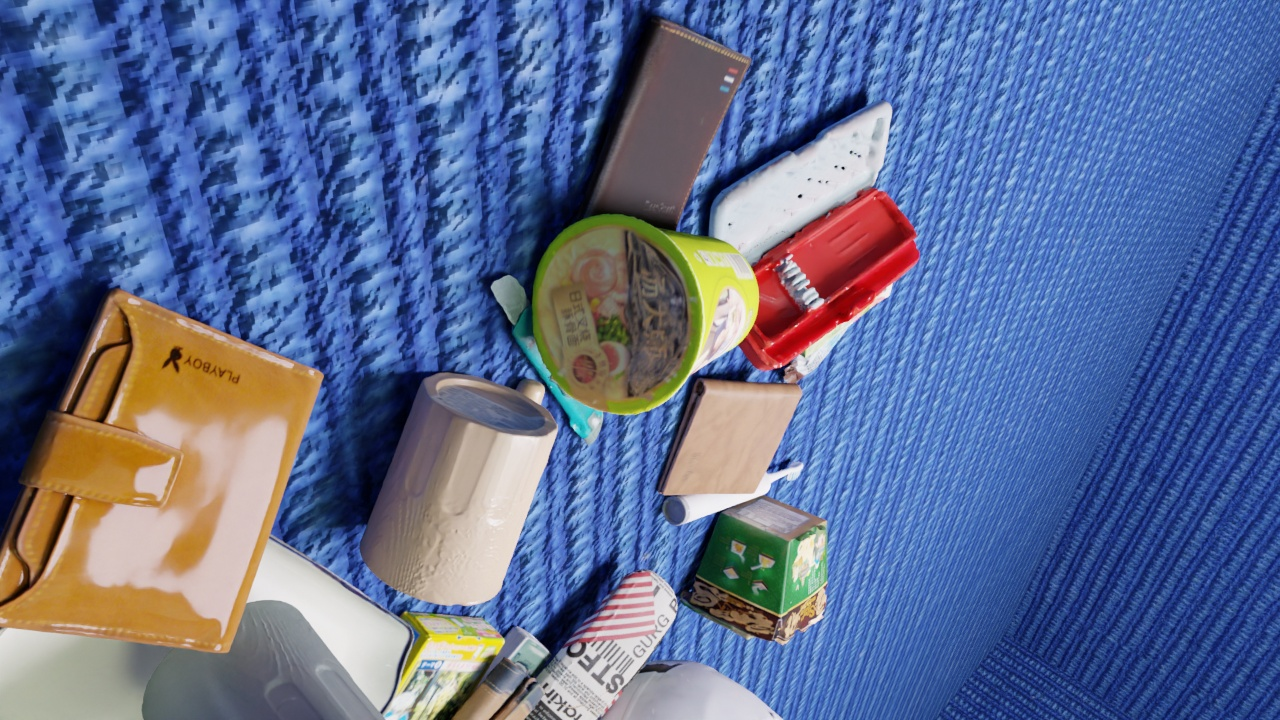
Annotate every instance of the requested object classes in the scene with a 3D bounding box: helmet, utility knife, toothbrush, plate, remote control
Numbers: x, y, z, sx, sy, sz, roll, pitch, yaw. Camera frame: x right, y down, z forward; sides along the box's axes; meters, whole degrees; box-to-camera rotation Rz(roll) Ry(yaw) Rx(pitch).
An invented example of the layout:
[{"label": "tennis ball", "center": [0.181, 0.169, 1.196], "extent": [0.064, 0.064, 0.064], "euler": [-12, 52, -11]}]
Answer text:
[{"label": "helmet", "center": [-0.005, 0.364, 0.813], "extent": [0.257, 0.146, 0.230], "euler": [-34, 166, -43]}, {"label": "utility knife", "center": [-0.054, 0.004, 0.581], "extent": [0.029, 0.013, 0.185], "euler": [-55, 148, -18]}, {"label": "toothbrush", "center": [0.098, 0.120, 0.871], "extent": [0.220, 0.027, 0.026], "euler": [-8, 118, -51]}, {"label": "plate", "center": [-0.224, 0.166, 0.476], "extent": [0.161, 0.034, 0.266], "euler": [-48, 147, -14]}, {"label": "remote control", "center": [-0.126, 0.268, 0.708], "extent": [0.135, 0.019, 0.056], "euler": [-48, 147, -15]}]

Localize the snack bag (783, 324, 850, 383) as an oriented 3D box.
[{"label": "snack bag", "center": [0.165, -0.020, 0.838], "extent": [0.105, 0.026, 0.045], "euler": [-53, 156, -4]}]

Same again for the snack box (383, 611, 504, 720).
[{"label": "snack box", "center": [-0.161, 0.239, 0.626], "extent": [0.140, 0.034, 0.087], "euler": [-56, 148, 2]}]

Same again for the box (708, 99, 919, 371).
[{"label": "box", "center": [0.132, -0.097, 0.702], "extent": [0.200, 0.069, 0.158], "euler": [-34, 117, -30]}]

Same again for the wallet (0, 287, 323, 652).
[{"label": "wallet", "center": [-0.200, 0.047, 0.375], "extent": [0.119, 0.035, 0.130], "euler": [34, 67, -54]}]

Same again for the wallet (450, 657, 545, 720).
[{"label": "wallet", "center": [-0.119, 0.270, 0.657], "extent": [0.115, 0.033, 0.090], "euler": [-47, 159, -19]}]

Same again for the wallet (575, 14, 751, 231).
[{"label": "wallet", "center": [0.014, -0.135, 0.550], "extent": [0.096, 0.020, 0.122], "euler": [-2, 121, -53]}]

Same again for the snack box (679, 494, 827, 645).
[{"label": "snack box", "center": [0.121, 0.198, 0.906], "extent": [0.118, 0.118, 0.106], "euler": [-10, 113, -52]}]

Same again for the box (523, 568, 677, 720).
[{"label": "box", "center": [-0.038, 0.247, 0.776], "extent": [0.075, 0.086, 0.162], "euler": [43, 75, -13]}]

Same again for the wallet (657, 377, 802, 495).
[{"label": "wallet", "center": [0.074, 0.067, 0.773], "extent": [0.101, 0.020, 0.115], "euler": [3, 118, -30]}]

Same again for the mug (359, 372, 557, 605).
[{"label": "mug", "center": [-0.095, 0.067, 0.532], "extent": [0.104, 0.084, 0.124], "euler": [-68, 170, 13]}]

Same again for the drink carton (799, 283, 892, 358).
[{"label": "drink carton", "center": [0.159, -0.053, 0.778], "extent": [0.122, 0.053, 0.046], "euler": [-34, 142, -30]}]

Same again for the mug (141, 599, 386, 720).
[{"label": "mug", "center": [-0.175, 0.194, 0.436], "extent": [0.083, 0.103, 0.124], "euler": [-5, 120, -52]}]

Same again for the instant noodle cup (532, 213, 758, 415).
[{"label": "instant noodle cup", "center": [0.013, -0.033, 0.558], "extent": [0.123, 0.112, 0.112], "euler": [-17, 131, -60]}]
